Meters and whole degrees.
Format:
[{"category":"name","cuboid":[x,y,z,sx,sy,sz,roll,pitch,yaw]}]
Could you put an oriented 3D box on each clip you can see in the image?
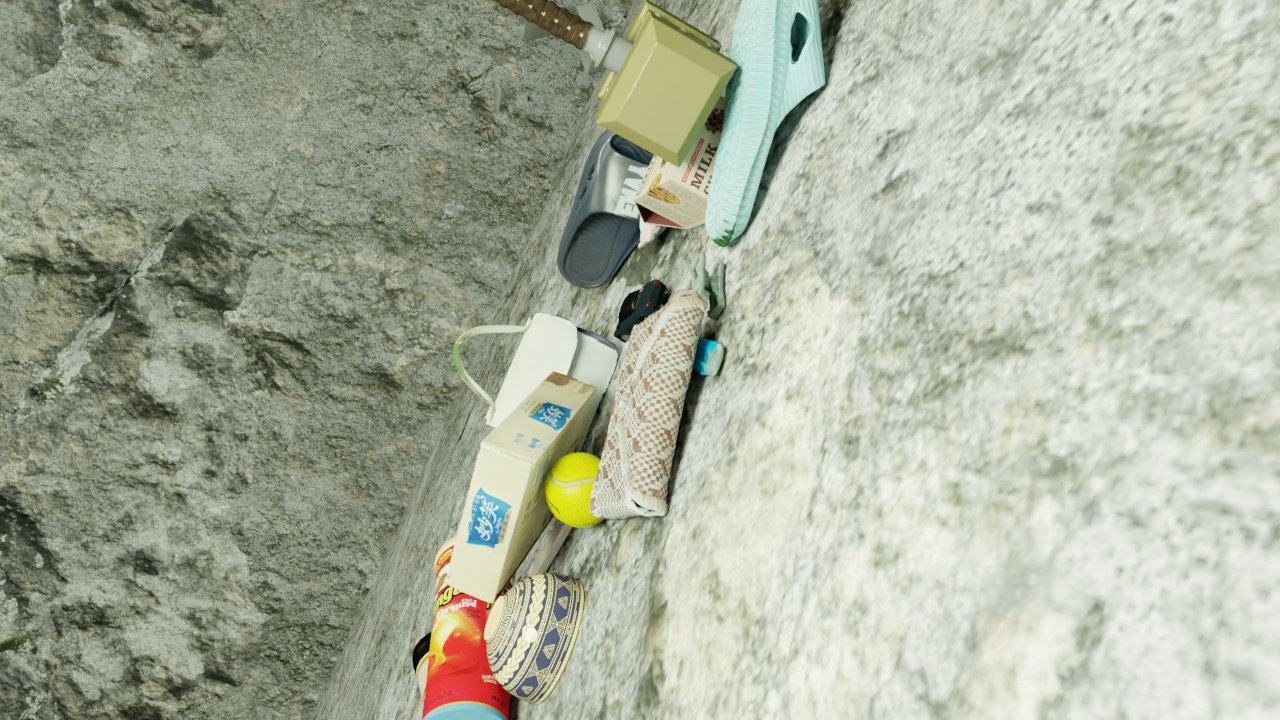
[{"category":"clip","cuboid":[0.058,-0.067,0.804,0.023,0.043,0.075,-54,17,33]}]

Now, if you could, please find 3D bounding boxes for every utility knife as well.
[{"category":"utility knife","cuboid":[0.037,-0.007,0.811,0.031,0.015,0.207,-61,12,-4]}]

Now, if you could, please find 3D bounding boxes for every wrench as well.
[{"category":"wrench","cuboid":[-0.131,0.260,0.977,0.274,0.018,0.066,-60,15,18]}]

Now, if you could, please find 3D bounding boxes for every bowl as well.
[{"category":"bowl","cuboid":[-0.102,0.237,0.810,0.113,0.061,0.112,-58,16,26]}]

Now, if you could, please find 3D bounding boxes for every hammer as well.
[{"category":"hammer","cuboid":[-0.085,-0.315,0.836,0.101,0.324,0.190,-59,15,23]}]

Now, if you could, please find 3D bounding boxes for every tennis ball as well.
[{"category":"tennis ball","cuboid":[-0.054,0.117,0.830,0.065,0.065,0.065,-58,16,26]}]

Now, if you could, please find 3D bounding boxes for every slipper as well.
[{"category":"slipper","cuboid":[-0.038,-0.196,1.214,0.083,0.110,0.269,-91,26,-55]},{"category":"slipper","cuboid":[0.113,-0.235,0.817,0.116,0.069,0.276,-150,70,-77]}]

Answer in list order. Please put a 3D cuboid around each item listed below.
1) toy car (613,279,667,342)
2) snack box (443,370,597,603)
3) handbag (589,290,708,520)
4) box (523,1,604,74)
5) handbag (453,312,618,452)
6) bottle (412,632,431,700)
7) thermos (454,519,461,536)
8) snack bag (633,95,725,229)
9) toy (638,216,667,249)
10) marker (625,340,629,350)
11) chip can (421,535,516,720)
[{"category":"toy car","cuboid":[-0.004,-0.054,0.995,0.112,0.034,0.046,-35,33,64]},{"category":"snack box","cuboid":[-0.112,0.115,0.897,0.207,0.055,0.153,-54,-18,-68]},{"category":"handbag","cuboid":[0.002,0.039,0.761,0.124,0.047,0.185,144,141,-69]},{"category":"box","cuboid":[-0.311,-1.132,2.892,0.233,0.528,0.167,-66,6,-14]},{"category":"handbag","cuboid":[-0.127,0.017,1.036,0.151,0.176,0.074,-67,15,-10]},{"category":"bottle","cuboid":[-0.183,0.343,0.915,0.059,0.059,0.181,-64,29,7]},{"category":"thermos","cuboid":[-0.215,0.199,1.309,0.224,0.052,0.052,-68,14,-11]},{"category":"snack bag","cuboid":[0.050,-0.200,0.968,0.094,0.070,0.206,-66,14,-5]},{"category":"toy","cuboid":[0.022,-0.182,1.110,0.076,0.037,0.125,-46,26,44]},{"category":"marker","cuboid":[-0.006,0.006,0.949,0.013,0.013,0.141,-61,15,15]},{"category":"chip can","cuboid":[-0.165,0.272,0.891,0.087,0.087,0.213,-58,22,27]}]
